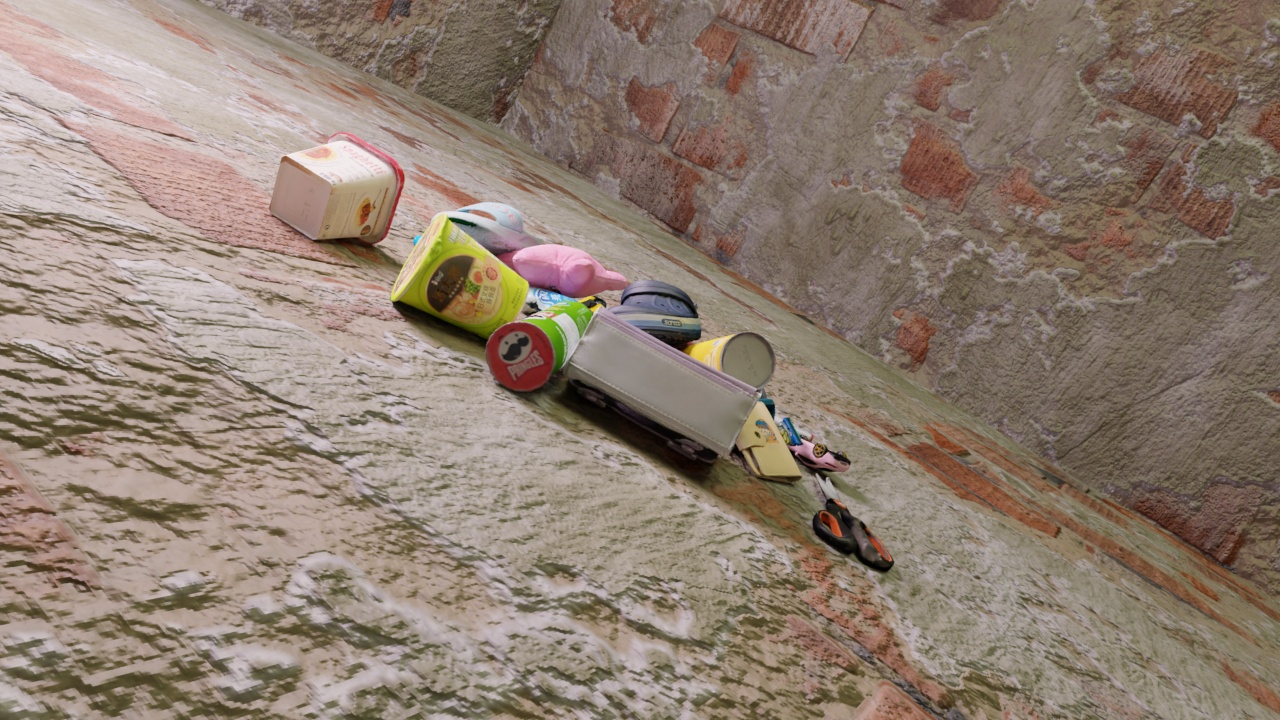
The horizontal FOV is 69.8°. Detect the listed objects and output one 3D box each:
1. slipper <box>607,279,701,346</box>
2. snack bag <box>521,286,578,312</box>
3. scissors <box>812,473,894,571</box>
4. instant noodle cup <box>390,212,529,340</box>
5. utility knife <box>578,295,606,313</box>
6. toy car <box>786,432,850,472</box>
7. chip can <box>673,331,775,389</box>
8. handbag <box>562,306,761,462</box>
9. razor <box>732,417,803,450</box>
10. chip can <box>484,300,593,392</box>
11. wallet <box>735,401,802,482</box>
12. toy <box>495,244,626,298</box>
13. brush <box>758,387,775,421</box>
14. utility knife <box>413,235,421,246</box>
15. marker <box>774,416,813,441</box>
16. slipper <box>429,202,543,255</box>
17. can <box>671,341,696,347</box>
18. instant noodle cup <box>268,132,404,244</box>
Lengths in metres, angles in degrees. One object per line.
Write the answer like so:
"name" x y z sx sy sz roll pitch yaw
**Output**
"slipper" 0.022 -0.060 1.202 0.105 0.095 0.252 -12 -3 18
"snack bag" -0.092 -0.064 1.293 0.191 0.039 0.110 21 21 -17
"scissors" 0.224 0.171 1.083 0.152 0.022 0.234 21 15 -28
"instant noodle cup" -0.193 -0.084 1.013 0.123 0.112 0.111 31 11 -23
"utility knife" -0.093 -0.062 1.227 0.033 0.015 0.156 41 34 16
"toy car" 0.232 0.125 1.255 0.056 0.037 0.122 23 1 -40
"chip can" 0.087 0.010 1.126 0.072 0.072 0.214 25 -11 -15
"handbag" 0.020 0.033 1.013 0.197 0.098 0.145 29 -3 5
"razor" 0.155 0.102 1.177 0.142 0.022 0.042 -5 59 -46
"chip can" -0.103 -0.022 1.024 0.072 0.072 0.235 29 12 3
"wallet" 0.146 0.096 1.126 0.087 0.024 0.115 8 47 -40
"toy" -0.135 -0.133 1.343 0.195 0.074 0.178 8 -4 33
"brush" 0.141 0.072 1.226 0.143 0.055 0.073 5 50 -59
"utility knife" -0.247 -0.112 1.192 0.034 0.018 0.225 18 18 -41
"marker" 0.191 0.087 1.352 0.145 0.017 0.017 26 13 -13
"slipper" -0.221 -0.201 1.394 0.104 0.074 0.245 2 0 20
"can" 0.077 0.010 1.311 0.057 0.058 0.147 19 16 -36
"instant noodle cup" -0.365 -0.201 1.096 0.116 0.117 0.124 32 26 12
